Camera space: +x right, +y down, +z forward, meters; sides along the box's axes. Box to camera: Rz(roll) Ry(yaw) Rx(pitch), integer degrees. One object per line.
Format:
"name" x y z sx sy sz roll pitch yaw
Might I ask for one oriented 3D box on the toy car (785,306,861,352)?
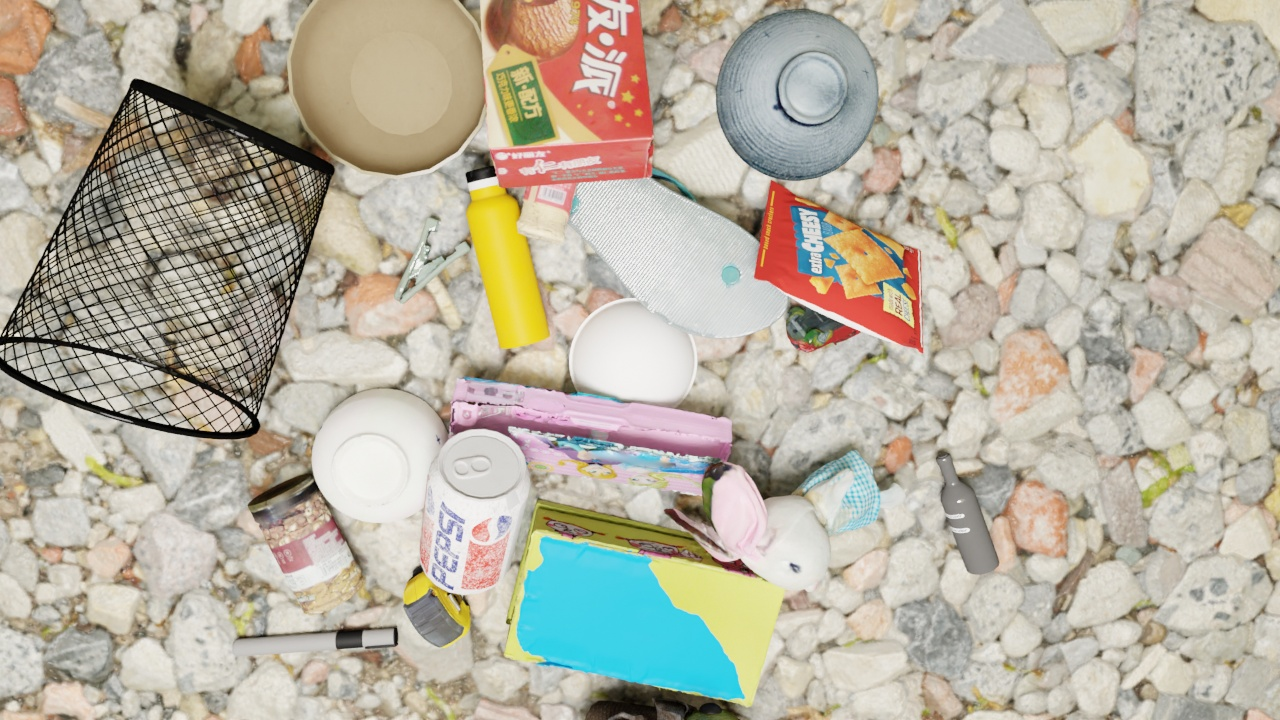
"toy car" 0.166 -0.037 0.773 0.091 0.042 0.036 -25 132 -5

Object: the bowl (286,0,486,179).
"bowl" -0.190 -0.218 0.713 0.152 0.050 0.152 -1 100 -4

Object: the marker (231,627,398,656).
"marker" -0.285 0.247 0.805 0.140 0.016 0.016 -3 100 -3

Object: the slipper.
"slipper" 0.001 -0.109 0.752 0.269 0.054 0.098 38 98 2

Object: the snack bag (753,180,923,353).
"snack bag" 0.161 -0.076 0.735 0.144 0.130 0.039 23 135 -7

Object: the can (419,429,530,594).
"can" -0.134 0.123 0.733 0.078 0.078 0.136 13 135 -6

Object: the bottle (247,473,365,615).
"bottle" -0.279 0.154 0.769 0.056 0.056 0.105 -23 101 0

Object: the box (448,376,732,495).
"box" -0.043 0.072 0.757 0.230 0.053 0.085 9 137 -6

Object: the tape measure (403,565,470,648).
"tape measure" -0.171 0.209 0.782 0.037 0.064 0.065 -31 101 3

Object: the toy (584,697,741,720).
"toy" 0.019 0.330 0.786 0.153 0.179 0.078 -8 59 18

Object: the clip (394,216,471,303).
"clip" -0.177 -0.078 0.753 0.059 0.023 0.076 37 94 -7

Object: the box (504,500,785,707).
"box" 0.000 0.207 0.788 0.221 0.080 0.124 12 99 -4

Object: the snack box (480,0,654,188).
"snack box" -0.057 -0.246 0.666 0.113 0.060 0.236 -4 75 -3

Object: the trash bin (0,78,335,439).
"trash bin" -0.333 -0.075 0.671 0.184 0.184 0.210 23 92 -7

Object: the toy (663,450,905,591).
"toy" 0.135 0.139 0.763 0.205 0.131 0.105 -4 66 -26

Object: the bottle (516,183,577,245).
"bottle" -0.066 -0.146 0.711 0.044 0.044 0.109 15 98 -6

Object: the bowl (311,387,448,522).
"bowl" -0.217 0.083 0.758 0.113 0.063 0.113 -1 99 -3

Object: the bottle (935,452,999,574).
"bottle" 0.287 0.134 0.816 0.030 0.030 0.113 -23 101 0

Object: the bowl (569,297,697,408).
"bowl" -0.005 0.004 0.769 0.110 0.040 0.110 -1 100 -4

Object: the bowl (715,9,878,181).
"bowl" 0.132 -0.214 0.732 0.137 0.057 0.137 -1 100 -4

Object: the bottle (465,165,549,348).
"bottle" -0.111 -0.084 0.745 0.043 0.043 0.144 -13 100 -2
